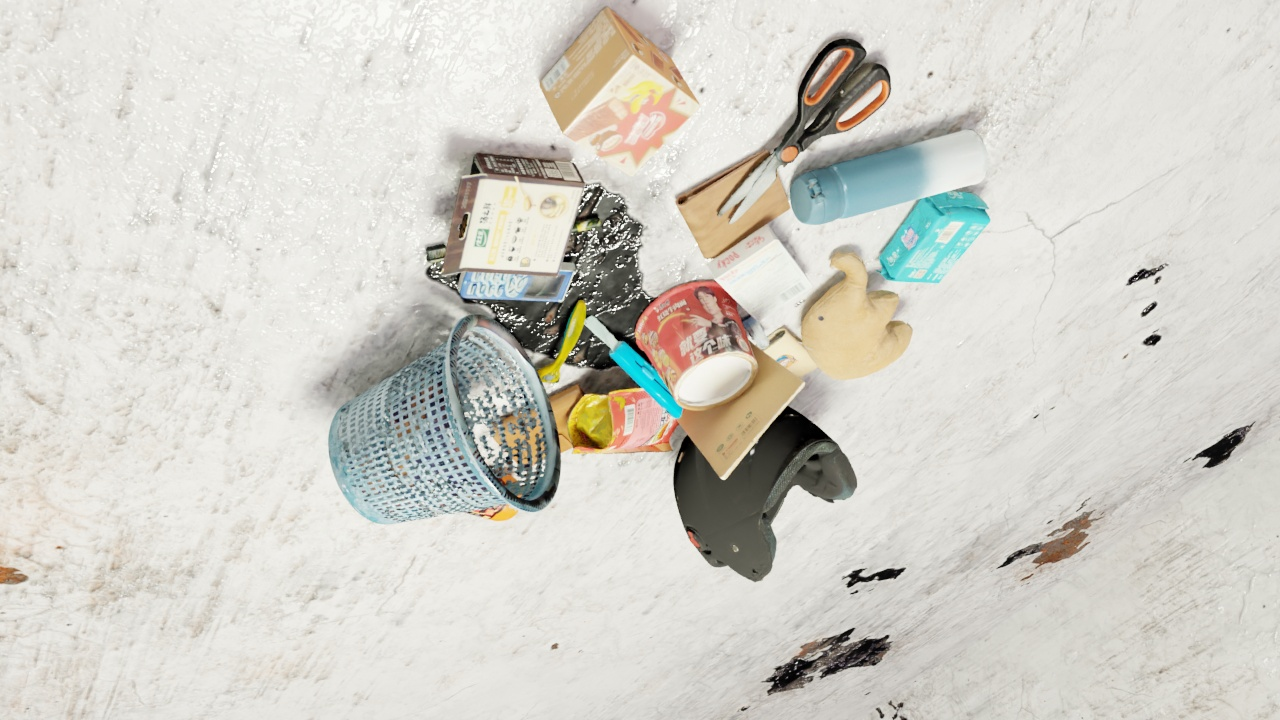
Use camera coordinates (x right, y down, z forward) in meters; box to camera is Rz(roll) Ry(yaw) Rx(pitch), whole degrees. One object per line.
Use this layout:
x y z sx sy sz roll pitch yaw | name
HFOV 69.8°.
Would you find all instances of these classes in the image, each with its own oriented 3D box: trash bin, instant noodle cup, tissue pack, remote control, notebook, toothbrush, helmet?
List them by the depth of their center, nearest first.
-0.131 -0.128 0.953 0.185 0.012 0.017 -14 132 -13 | toothbrush
-0.133 -0.088 0.991 0.124 0.024 0.049 1 137 -28 | remote control
-0.227 0.085 1.026 0.195 0.226 0.226 -20 146 17 | trash bin
0.075 -0.014 1.127 0.137 0.108 0.138 -15 143 -12 | instant noodle cup
0.119 0.054 1.144 0.008 0.207 0.148 38 94 -19 | notebook
0.369 -0.152 1.161 0.093 0.050 0.134 -1 139 -31 | tissue pack
0.157 0.175 1.315 0.232 0.230 0.276 -30 159 -36 | helmet

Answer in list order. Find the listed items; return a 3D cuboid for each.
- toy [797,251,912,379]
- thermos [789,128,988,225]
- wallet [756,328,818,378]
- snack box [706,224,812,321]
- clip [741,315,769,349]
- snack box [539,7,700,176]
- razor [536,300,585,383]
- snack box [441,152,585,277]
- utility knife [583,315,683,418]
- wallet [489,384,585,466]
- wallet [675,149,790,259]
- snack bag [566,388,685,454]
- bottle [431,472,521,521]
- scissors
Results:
0.278 -0.051 1.223 0.143 0.082 0.226 -33 140 8 | toy
0.278 -0.205 1.036 0.220 0.070 0.070 -16 143 -9 | thermos
0.195 0.005 1.289 0.087 0.024 0.115 -36 143 19 | wallet
0.147 -0.101 1.106 0.085 0.027 0.156 -33 152 14 | snack box
0.152 -0.039 1.213 0.024 0.026 0.056 -30 134 3 | clip
-0.019 -0.237 0.819 0.093 0.077 0.094 -42 140 23 | snack box
-0.093 -0.019 1.101 0.043 0.028 0.133 7 133 -30 | razor
-0.128 -0.139 0.895 0.125 0.053 0.113 1 130 -26 | snack box
-0.007 0.007 1.147 0.018 0.034 0.203 -1 145 45 | utility knife
-0.121 0.091 1.220 0.132 0.031 0.108 -25 142 3 | wallet
0.105 -0.172 1.020 0.115 0.020 0.101 -30 143 4 | wallet
0.003 0.079 1.230 0.207 0.073 0.129 -2 130 -49 | snack bag
-0.237 0.179 1.248 0.149 0.066 0.067 14 130 -31 | bottle
0.153 -0.238 0.955 0.234 0.021 0.161 -29 137 7 | scissors
